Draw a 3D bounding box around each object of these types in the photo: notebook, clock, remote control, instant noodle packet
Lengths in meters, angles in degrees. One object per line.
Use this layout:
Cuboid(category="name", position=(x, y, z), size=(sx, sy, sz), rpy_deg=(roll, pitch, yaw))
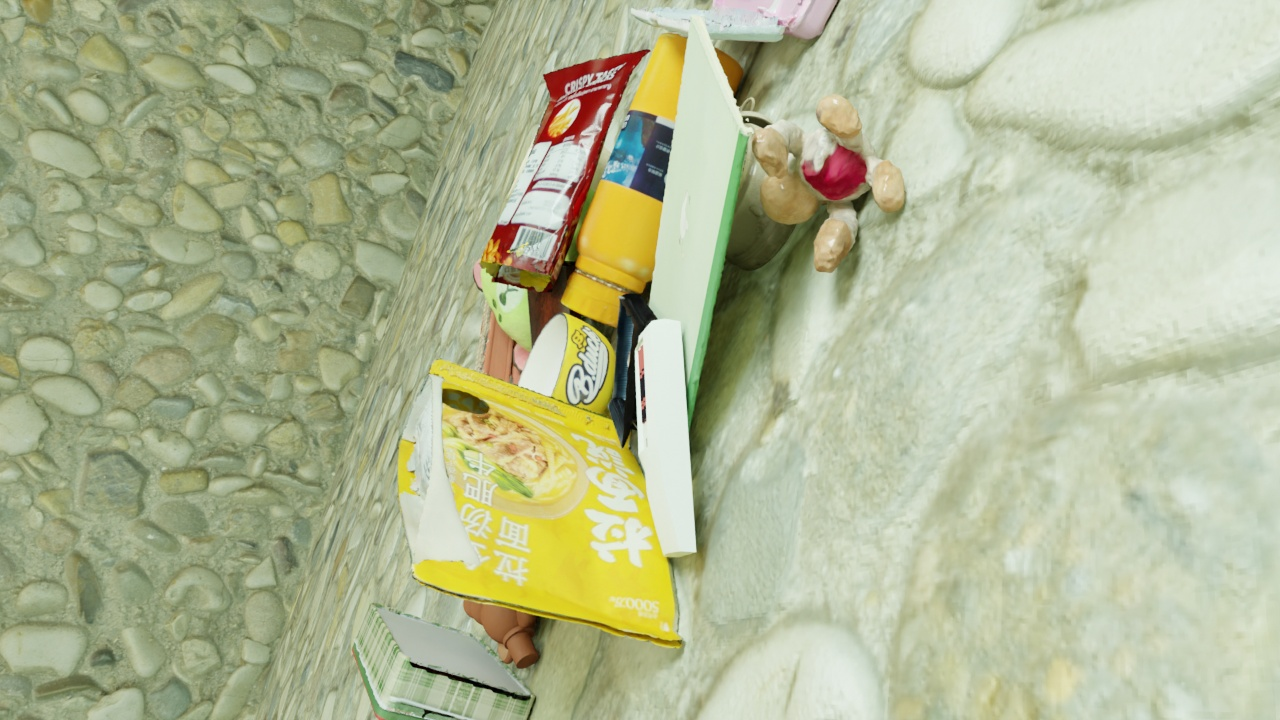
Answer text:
Cuboid(category="notebook", position=(0.028, -0.066, 0.588), size=(0.181, 0.010, 0.253), rpy_deg=(-97, 12, -51))
Cuboid(category="clock", position=(0.067, -0.127, 0.616), size=(0.093, 0.054, 0.140), rpy_deg=(-44, 34, 50))
Cuboid(category="remote control", position=(0.012, 0.046, 0.557), size=(0.050, 0.024, 0.143), rpy_deg=(122, 146, -72))
Cuboid(category="instant noodle packet", position=(-0.068, 0.095, 0.587), size=(0.084, 0.163, 0.221), rpy_deg=(-62, 22, 13))

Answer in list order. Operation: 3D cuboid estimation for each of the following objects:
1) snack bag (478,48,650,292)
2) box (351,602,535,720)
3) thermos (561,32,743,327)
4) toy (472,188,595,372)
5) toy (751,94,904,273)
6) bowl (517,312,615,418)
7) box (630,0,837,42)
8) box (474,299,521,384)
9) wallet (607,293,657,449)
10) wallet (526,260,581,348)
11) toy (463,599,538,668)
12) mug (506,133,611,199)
Cuboid(category="snack bag", position=(-0.073, -0.165, 0.778), size=(0.139, 0.066, 0.207), rpy_deg=(4, 76, 54))
Cuboid(category="box", position=(-0.168, 0.256, 0.756), size=(0.206, 0.117, 0.051), rpy_deg=(-2, 63, 66))
Cuboid(category="thermos", position=(0.007, -0.143, 0.762), size=(0.091, 0.076, 0.233), rpy_deg=(-9, -58, -80))
Cuboid(category="toy", position=(-0.090, -0.094, 0.918), size=(0.150, 0.107, 0.197), rpy_deg=(60, 144, 11))
Cuboid(category="toy", position=(0.090, -0.104, 0.507), size=(0.074, 0.085, 0.106), rpy_deg=(-44, 14, 3))
Cuboid(category="bowl", position=(-0.055, 0.026, 0.756), size=(0.118, 0.067, 0.117), rpy_deg=(-52, 26, 39))
Cuboid(category="box", position=(0.080, -0.277, 0.712), size=(0.146, 0.077, 0.201), rpy_deg=(-34, 26, 4))
Cuboid(category="box", position=(-0.144, -0.010, 1.013), size=(0.042, 0.082, 0.186), rpy_deg=(-41, 30, 31))
Cuboid(category="wallet", position=(-0.004, 0.004, 0.658), size=(0.115, 0.026, 0.089), rpy_deg=(-114, 27, -73))
Cuboid(category="wallet", position=(-0.077, -0.029, 0.833), size=(0.072, 0.019, 0.123), rpy_deg=(12, 109, 51))
Cuboid(category="toy", position=(-0.109, 0.190, 0.753), size=(0.127, 0.065, 0.095), rpy_deg=(54, 132, 38))
Cuboid(category="mug", position=(-0.080, -0.188, 0.977), size=(0.120, 0.099, 0.096), rpy_deg=(-39, 29, 64))
